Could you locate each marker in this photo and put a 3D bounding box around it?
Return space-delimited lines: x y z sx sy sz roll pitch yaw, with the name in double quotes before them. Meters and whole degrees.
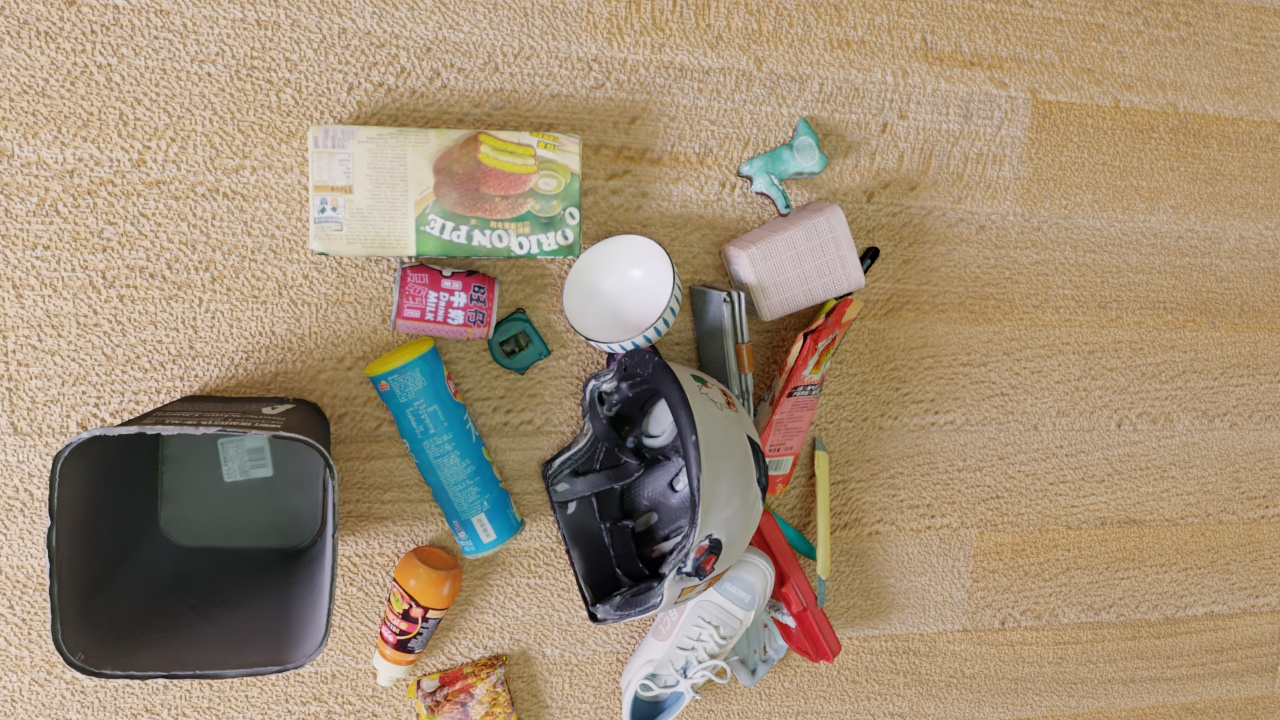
"marker" 0.218 -0.072 0.985 0.018 0.015 0.124 37 89 -21

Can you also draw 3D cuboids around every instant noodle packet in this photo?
"instant noodle packet" -0.178 0.383 0.960 0.110 0.044 0.128 -13 104 -7

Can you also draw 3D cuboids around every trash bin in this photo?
"trash bin" -0.351 0.125 0.774 0.199 0.220 0.199 3 100 -14

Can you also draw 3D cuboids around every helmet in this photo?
"helmet" 0.031 0.120 0.869 0.156 0.230 0.275 5 130 -34

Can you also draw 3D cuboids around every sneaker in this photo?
"sneaker" 0.050 0.290 0.933 0.089 0.090 0.243 32 112 -4

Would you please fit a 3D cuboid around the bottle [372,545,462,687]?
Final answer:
"bottle" -0.230 0.261 0.917 0.066 0.066 0.149 21 102 -17

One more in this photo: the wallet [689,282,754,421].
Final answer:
"wallet" 0.087 -0.010 0.917 0.037 0.106 0.130 -11 103 -16

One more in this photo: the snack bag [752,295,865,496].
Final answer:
"snack bag" 0.153 0.037 0.919 0.073 0.128 0.208 33 118 21

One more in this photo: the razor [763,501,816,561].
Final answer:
"razor" 0.155 0.176 1.010 0.132 0.028 0.043 48 59 -14

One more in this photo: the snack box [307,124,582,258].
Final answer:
"snack box" -0.174 -0.150 0.834 0.240 0.063 0.114 -1 96 -10

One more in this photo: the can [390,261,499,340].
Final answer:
"can" -0.183 -0.055 0.861 0.093 0.066 0.066 7 99 -15

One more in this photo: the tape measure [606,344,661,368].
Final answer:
"tape measure" -0.006 0.006 0.931 0.057 0.039 0.058 -24 105 -8

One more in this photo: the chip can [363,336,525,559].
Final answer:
"chip can" -0.186 0.085 0.886 0.071 0.071 0.210 -26 106 -8

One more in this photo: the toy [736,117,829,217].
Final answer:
"toy" 0.146 -0.192 0.928 0.092 0.030 0.096 -22 70 1

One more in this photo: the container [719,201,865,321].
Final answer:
"container" 0.150 -0.097 0.927 0.111 0.090 0.090 -24 105 -6

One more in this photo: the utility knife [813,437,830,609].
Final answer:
"utility knife" 0.197 0.175 0.989 0.031 0.019 0.182 21 60 -43

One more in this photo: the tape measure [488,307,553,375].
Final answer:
"tape measure" -0.122 -0.016 0.906 0.054 0.025 0.058 -35 106 -7

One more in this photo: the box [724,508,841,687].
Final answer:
"box" 0.122 0.258 0.977 0.100 0.094 0.201 -37 109 -25

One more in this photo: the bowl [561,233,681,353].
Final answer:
"bowl" -0.011 -0.058 0.893 0.116 0.116 0.066 -47 150 -2
